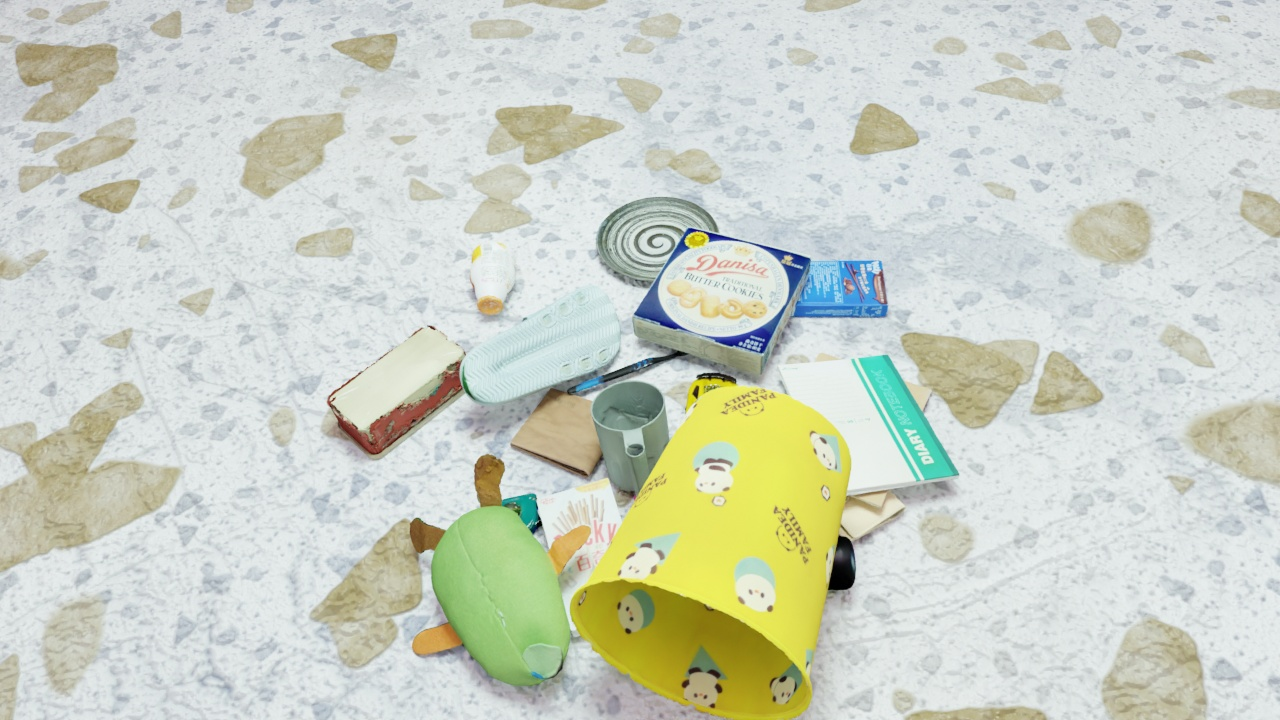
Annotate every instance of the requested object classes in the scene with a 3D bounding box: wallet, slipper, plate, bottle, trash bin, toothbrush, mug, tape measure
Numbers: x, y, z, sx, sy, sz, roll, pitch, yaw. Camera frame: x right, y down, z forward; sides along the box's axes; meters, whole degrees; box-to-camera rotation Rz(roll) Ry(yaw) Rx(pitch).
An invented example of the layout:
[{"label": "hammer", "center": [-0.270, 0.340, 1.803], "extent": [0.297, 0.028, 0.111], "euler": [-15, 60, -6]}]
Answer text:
[{"label": "wallet", "center": [-0.088, 0.085, 1.122], "extent": [0.115, 0.020, 0.101], "euler": [17, 52, 21]}, {"label": "slipper", "center": [-0.124, -0.012, 1.159], "extent": [0.244, 0.074, 0.104], "euler": [-29, 95, -34]}, {"label": "plate", "center": [0.025, -0.172, 1.327], "extent": [0.179, 0.024, 0.179], "euler": [-1, 50, 1]}, {"label": "bottle", "center": [-0.205, -0.113, 1.268], "extent": [0.063, 0.063, 0.108], "euler": [-4, 49, 1]}, {"label": "trash bin", "center": [0.087, 0.178, 0.897], "extent": [0.230, 0.230, 0.254], "euler": [15, 50, 16]}, {"label": "toothbrush", "center": [-0.007, 0.007, 1.176], "extent": [0.189, 0.016, 0.014], "euler": [-20, 47, -17]}, {"label": "mug", "center": [-0.005, 0.100, 1.034], "extent": [0.083, 0.103, 0.123], "euler": [-10, 40, 0]}, {"label": "tape measure", "center": [-0.142, 0.178, 1.042], "extent": [0.058, 0.025, 0.054], "euler": [-12, 49, -5]}, {"label": "wallet", "center": [0.229, 0.147, 1.041], "extent": [0.087, 0.024, 0.115], "euler": [-28, 54, -16]}, {"label": "tape measure", "center": [0.202, 0.213, 0.965], "extent": [0.039, 0.058, 0.057], "euler": [-1, 52, -1]}]

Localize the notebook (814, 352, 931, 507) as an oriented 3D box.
[{"label": "notebook", "center": [0.246, 0.076, 1.091], "extent": [0.148, 0.008, 0.207], "euler": [20, 46, 20]}]

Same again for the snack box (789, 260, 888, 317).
[{"label": "snack box", "center": [0.250, -0.098, 1.243], "extent": [0.157, 0.026, 0.084], "euler": [0, 51, 5]}]

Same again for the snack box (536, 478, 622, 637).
[{"label": "snack box", "center": [-0.053, 0.211, 0.993], "extent": [0.084, 0.027, 0.156], "euler": [-16, 59, -6]}]

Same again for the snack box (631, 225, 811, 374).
[{"label": "snack box", "center": [0.108, -0.084, 1.202], "extent": [0.178, 0.046, 0.182], "euler": [17, 57, 20]}]

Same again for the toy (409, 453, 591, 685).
[{"label": "toy", "center": [-0.150, 0.231, 0.955], "extent": [0.227, 0.090, 0.246], "euler": [-37, 61, 7]}]

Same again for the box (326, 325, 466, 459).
[{"label": "box", "center": [-0.297, 0.033, 1.143], "extent": [0.091, 0.077, 0.168], "euler": [34, 60, 29]}]

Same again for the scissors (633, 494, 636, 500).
[{"label": "scissors", "center": [0.058, 0.163, 1.044], "extent": [0.133, 0.017, 0.057], "euler": [-3, 43, 4]}]

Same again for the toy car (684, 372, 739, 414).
[{"label": "toy car", "center": [0.083, 0.082, 1.096], "extent": [0.071, 0.041, 0.155], "euler": [7, 52, 10]}]

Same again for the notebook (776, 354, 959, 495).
[{"label": "notebook", "center": [0.262, 0.070, 1.083], "extent": [0.150, 0.012, 0.208], "euler": [-7, 43, -8]}]
